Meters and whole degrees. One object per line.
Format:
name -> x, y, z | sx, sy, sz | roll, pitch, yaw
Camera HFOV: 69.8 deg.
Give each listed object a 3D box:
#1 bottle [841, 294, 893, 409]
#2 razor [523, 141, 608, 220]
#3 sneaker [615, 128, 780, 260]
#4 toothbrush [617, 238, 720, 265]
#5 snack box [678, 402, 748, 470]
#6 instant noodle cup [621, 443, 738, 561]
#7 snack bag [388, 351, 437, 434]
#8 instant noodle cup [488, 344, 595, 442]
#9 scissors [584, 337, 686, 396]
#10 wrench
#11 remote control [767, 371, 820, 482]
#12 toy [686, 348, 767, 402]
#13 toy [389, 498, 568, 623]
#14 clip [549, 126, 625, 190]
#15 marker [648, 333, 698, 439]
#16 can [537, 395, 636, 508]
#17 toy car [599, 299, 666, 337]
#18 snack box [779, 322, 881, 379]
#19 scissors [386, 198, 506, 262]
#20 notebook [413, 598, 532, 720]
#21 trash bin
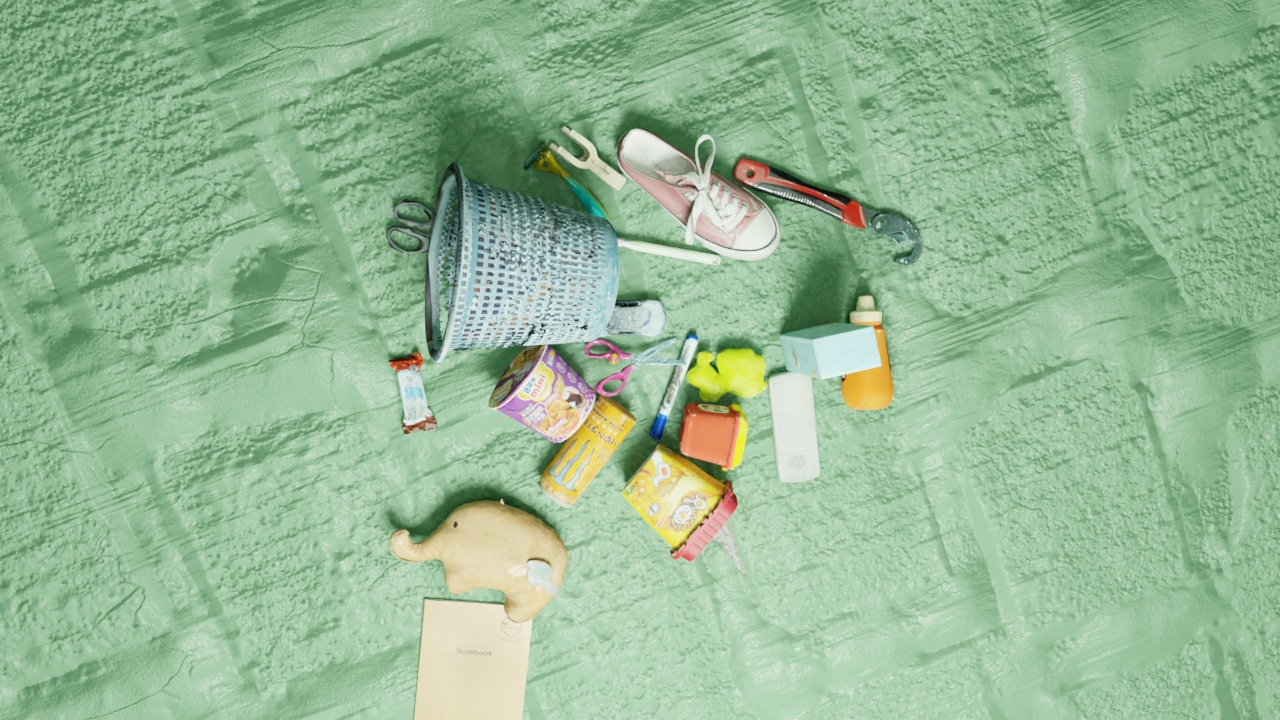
bottle -> 0.296, -0.012, 1.201 | 0.066, 0.067, 0.149 | -2, 92, -5
razor -> -0.086, -0.214, 1.145 | 0.132, 0.028, 0.043 | 43, 128, -9
sneaker -> 0.074, -0.204, 1.131 | 0.241, 0.088, 0.118 | 35, 94, -9
toothbrush -> 0.011, -0.145, 1.171 | 0.189, 0.020, 0.029 | 9, 103, -8
snack box -> 0.092, 0.095, 1.183 | 0.080, 0.091, 0.082 | 9, 97, 0
instant noodle cup -> 0.047, 0.177, 1.186 | 0.123, 0.116, 0.116 | 39, 94, 1
snack bag -> -0.290, 0.042, 1.169 | 0.045, 0.026, 0.105 | -12, 101, -13
instant noodle cup -> -0.118, 0.043, 1.149 | 0.099, 0.111, 0.111 | 39, 94, -17
scissors -> -0.006, 0.008, 1.175 | 0.135, 0.017, 0.107 | 4, 59, -3
wrench -> 0.247, -0.197, 1.186 | 0.273, 0.016, 0.056 | 23, 96, -9
remote control -> 0.205, 0.088, 1.225 | 0.058, 0.021, 0.150 | -7, 100, -4
toy -> 0.116, 0.017, 1.199 | 0.100, 0.031, 0.097 | -35, 112, 7
toy -> -0.203, 0.244, 1.184 | 0.226, 0.082, 0.143 | 25, 87, -6
clip -> -0.065, -0.247, 1.124 | 0.102, 0.095, 0.035 | 38, 94, 1
marker -> 0.044, 0.035, 1.204 | 0.017, 0.017, 0.146 | 20, 97, -8
can -> -0.069, 0.117, 1.186 | 0.058, 0.058, 0.146 | 36, 94, -10
toy car -> -0.018, -0.054, 1.177 | 0.105, 0.031, 0.049 | -2, 100, -6
snack box -> 0.230, -0.014, 1.134 | 0.074, 0.175, 0.051 | -13, 94, -4
scissors -> -0.233, -0.140, 1.154 | 0.133, 0.014, 0.175 | -40, 103, 1
notebook -> -0.228, 0.427, 1.247 | 0.148, 0.008, 0.208 | 6, 99, -6
trash bin -> -0.137, -0.102, 1.071 | 0.195, 0.227, 0.226 | 5, 99, -21
